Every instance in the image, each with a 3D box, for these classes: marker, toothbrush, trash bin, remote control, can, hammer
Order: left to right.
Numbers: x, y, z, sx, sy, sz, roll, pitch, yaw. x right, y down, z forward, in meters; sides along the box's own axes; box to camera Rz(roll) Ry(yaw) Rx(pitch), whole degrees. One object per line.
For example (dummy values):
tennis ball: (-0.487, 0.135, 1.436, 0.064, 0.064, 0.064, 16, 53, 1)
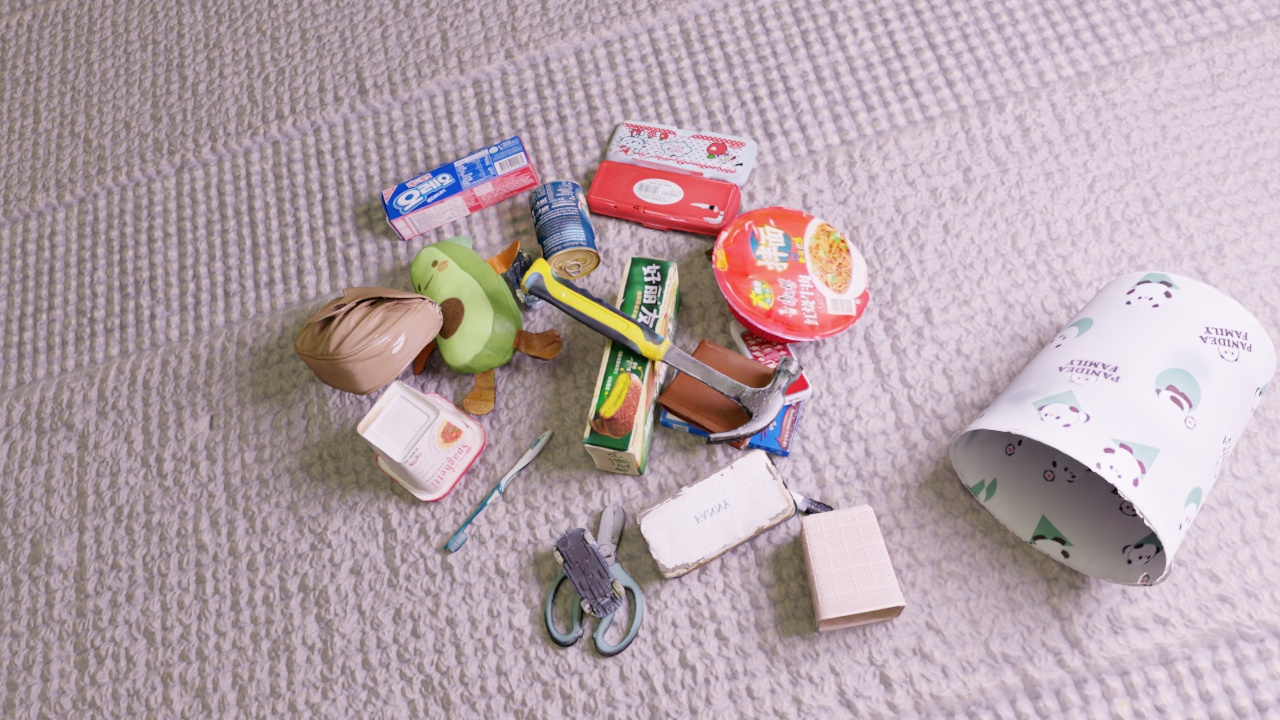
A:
toothbrush: (-0.168, 0.157, 1.109, 0.018, 0.016, 0.191, 40, 80, 10)
can: (-0.100, -0.170, 1.191, 0.075, 0.075, 0.111, -16, 67, 3)
hammer: (0.008, -0.017, 1.014, 0.323, 0.032, 0.126, 29, 73, 11)
remote control: (0.154, -0.004, 1.094, 0.056, 0.020, 0.135, -16, 52, -8)
marker: (0.162, 0.151, 1.055, 0.131, 0.018, 0.022, 25, 51, 17)
trash bin: (0.487, 0.060, 0.933, 0.229, 0.230, 0.251, 39, 74, 20)

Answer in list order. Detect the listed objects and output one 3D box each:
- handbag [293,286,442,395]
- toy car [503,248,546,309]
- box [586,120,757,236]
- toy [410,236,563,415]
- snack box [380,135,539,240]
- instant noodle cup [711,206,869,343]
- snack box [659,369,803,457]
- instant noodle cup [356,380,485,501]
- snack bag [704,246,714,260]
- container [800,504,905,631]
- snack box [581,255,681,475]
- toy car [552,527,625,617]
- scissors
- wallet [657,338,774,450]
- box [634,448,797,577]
handbag: (-0.341, -0.035, 1.127, 0.147, 0.100, 0.205, -45, 31, -26)
toy car: (-0.149, -0.106, 1.197, 0.043, 0.034, 0.090, -33, 66, -2)
box: (0.042, -0.248, 1.218, 0.201, 0.038, 0.157, 13, 71, 15)
toy: (-0.215, -0.059, 1.155, 0.227, 0.090, 0.246, -45, 64, 14)
snack box: (-0.246, -0.234, 1.250, 0.207, 0.058, 0.057, -23, 67, 0)
instant noodle cup: (0.173, -0.090, 1.099, 0.193, 0.066, 0.193, 5, 58, -8)
snack box: (0.110, 0.055, 1.094, 0.157, 0.026, 0.084, 13, 70, 14)
instant noodle cup: (-0.265, 0.091, 1.091, 0.117, 0.124, 0.116, 32, 77, 19)
snack bag: (0.124, -0.109, 1.156, 0.045, 0.026, 0.105, -29, 67, -2)
container: (0.221, 0.221, 0.980, 0.090, 0.090, 0.110, -12, 65, 5)
snack box: (-0.006, 0.006, 1.085, 0.063, 0.114, 0.239, 9, 70, 10)
toy car: (-0.058, 0.237, 1.030, 0.049, 0.031, 0.105, -32, 69, -4)
scissors: (-0.059, 0.246, 1.054, 0.139, 0.019, 0.179, -1, 70, 9)
wallet: (0.093, 0.035, 1.062, 0.125, 0.032, 0.101, 26, 74, 34)
box: (0.090, 0.168, 1.027, 0.184, 0.059, 0.089, -27, 73, 3)
